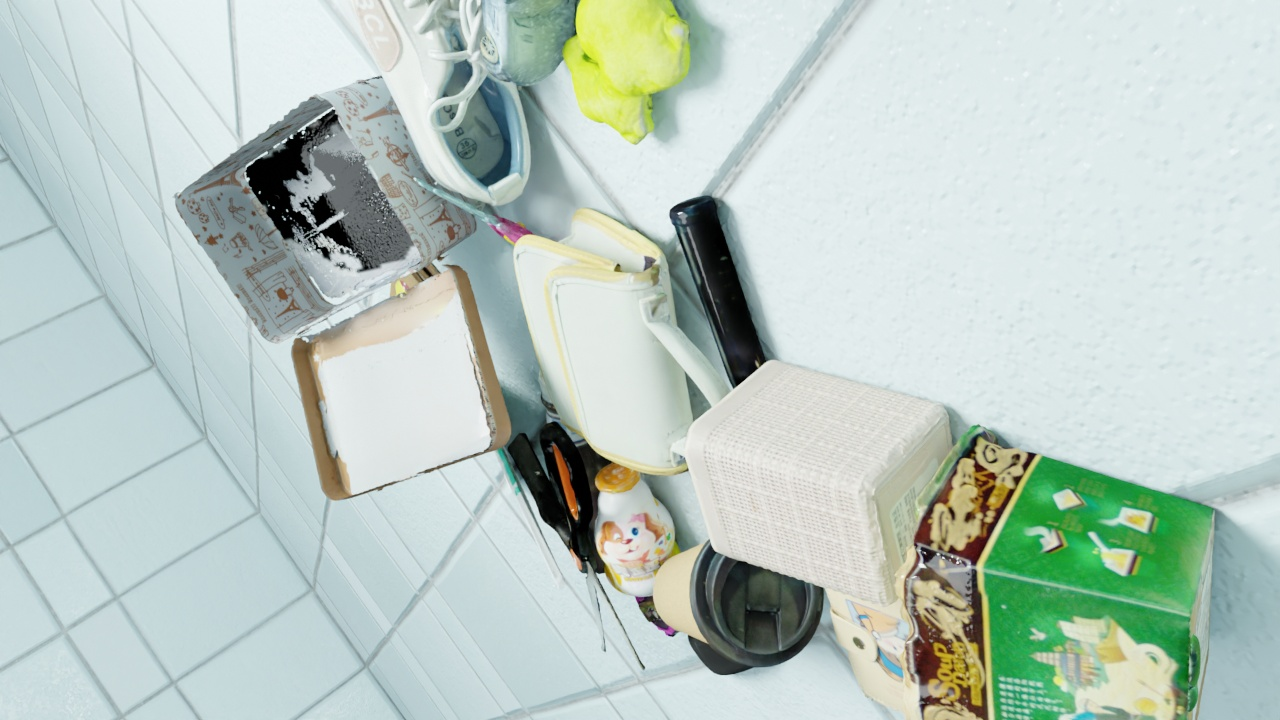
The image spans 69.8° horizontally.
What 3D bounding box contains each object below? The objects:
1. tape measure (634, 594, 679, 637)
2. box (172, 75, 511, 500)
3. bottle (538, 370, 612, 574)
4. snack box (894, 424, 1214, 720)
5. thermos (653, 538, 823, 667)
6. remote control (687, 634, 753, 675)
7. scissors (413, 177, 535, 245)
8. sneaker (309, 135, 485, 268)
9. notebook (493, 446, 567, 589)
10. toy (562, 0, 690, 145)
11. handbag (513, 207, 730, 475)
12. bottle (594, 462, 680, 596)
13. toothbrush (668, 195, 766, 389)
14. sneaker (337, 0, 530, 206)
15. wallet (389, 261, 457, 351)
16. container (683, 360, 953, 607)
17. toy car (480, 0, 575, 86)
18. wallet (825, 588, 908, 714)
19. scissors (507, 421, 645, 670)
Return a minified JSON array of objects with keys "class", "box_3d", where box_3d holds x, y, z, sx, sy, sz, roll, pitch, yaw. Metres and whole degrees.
[{"class":"tape measure","box_3d":[0.022,0.198,0.763,0.057,0.039,0.058,56,149,0]},{"class":"box","box_3d":[-0.200,-0.041,0.655,0.179,0.110,0.259,-21,106,30]},{"class":"bottle","box_3d":[-0.050,0.086,0.754,0.080,0.044,0.195,34,142,44]},{"class":"snack box","box_3d":[0.181,0.106,0.391,0.106,0.117,0.118,6,116,35]},{"class":"thermos","box_3d":[0.060,0.160,0.635,0.093,0.092,0.143,56,158,0]},{"class":"remote control","box_3d":[0.069,0.229,0.741,0.053,0.024,0.137,51,149,10]},{"class":"scissors","box_3d":[-0.106,-0.097,0.608,0.073,0.017,0.137,36,-173,36]},{"class":"sneaker","box_3d":[-0.223,-0.135,0.743,0.241,0.087,0.118,16,131,46]},{"class":"notebook","box_3d":[-0.120,0.092,0.813,0.150,0.012,0.209,70,169,-23]},{"class":"toy","box_3d":[-0.010,-0.160,0.478,0.097,0.031,0.100,38,145,31]},{"class":"handbag","box_3d":[-0.003,0.003,0.580,0.179,0.063,0.163,30,142,44]},{"class":"bottle","box_3d":[-0.006,0.130,0.715,0.063,0.063,0.108,20,134,45]},{"class":"toothbrush","box_3d":[0.062,0.006,0.540,0.027,0.026,0.213,23,138,60]},{"class":"sneaker","box_3d":[-0.122,-0.199,0.535,0.091,0.089,0.242,42,154,51]},{"class":"wallet","box_3d":[-0.203,-0.044,0.860,0.090,0.033,0.116,48,145,15]},{"class":"container","box_3d":[0.099,0.063,0.483,0.111,0.089,0.090,13,129,46]},{"class":"toy car","box_3d":[-0.057,-0.201,0.483,0.037,0.054,0.121,42,147,26]},{"class":"wallet","box_3d":[0.157,0.174,0.570,0.087,0.024,0.115,3,123,47]},{"class":"scissors","box_3d":[-0.056,0.136,0.723,0.221,0.021,0.235,47,151,45]}]
